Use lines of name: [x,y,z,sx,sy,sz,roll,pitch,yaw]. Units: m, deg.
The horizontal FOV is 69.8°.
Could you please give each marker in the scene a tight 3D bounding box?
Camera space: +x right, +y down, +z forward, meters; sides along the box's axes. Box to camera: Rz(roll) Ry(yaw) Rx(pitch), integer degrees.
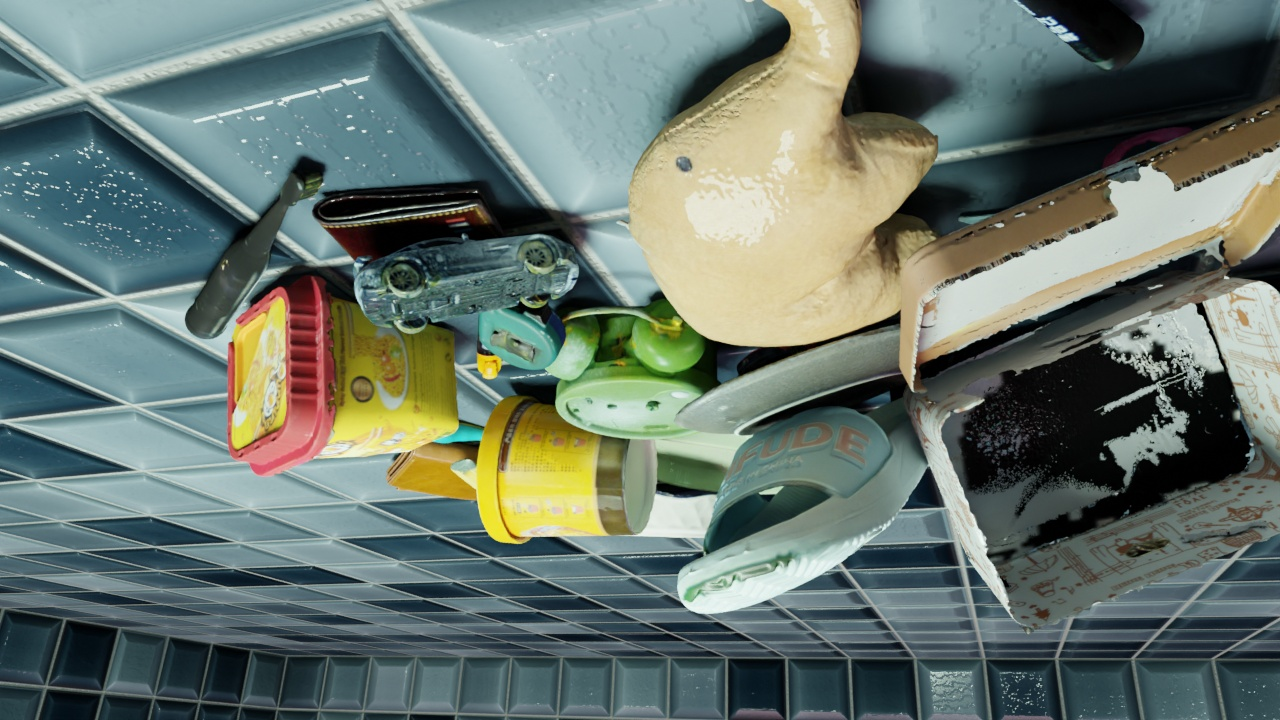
marker: [-0.104,-0.011,0.632,0.018,0.015,0.124,0,162,-10]
marker: [0.134,-0.140,0.323,0.132,0.020,0.022,19,123,-30]

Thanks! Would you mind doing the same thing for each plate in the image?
plate: [0.098,0.076,0.809,0.230,0.027,0.230,3,156,1]
plate: [-0.012,0.153,0.920,0.205,0.045,0.205,2,171,0]
plate: [0.107,0.017,0.545,0.179,0.024,0.179,-16,169,-3]

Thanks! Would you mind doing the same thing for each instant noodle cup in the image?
instant noodle cup: [-0.053,0.088,0.726,0.114,0.118,0.118,0,157,17]
instant noodle cup: [-0.195,0.016,0.612,0.123,0.116,0.116,9,158,-43]

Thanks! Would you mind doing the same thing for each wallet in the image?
wallet: [-0.180,0.115,0.916,0.130,0.035,0.119,14,152,-26]
wallet: [-0.118,-0.060,0.533,0.096,0.020,0.122,-2,158,10]

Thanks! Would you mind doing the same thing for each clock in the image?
clock: [-0.004,0.004,0.618,0.116,0.056,0.161,-5,155,15]

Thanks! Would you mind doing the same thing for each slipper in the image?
slipper: [0.103,0.063,0.532,0.104,0.074,0.244,-34,176,39]

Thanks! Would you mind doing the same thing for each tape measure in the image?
tape measure: [-0.073,-0.018,0.554,0.054,0.025,0.058,24,146,5]

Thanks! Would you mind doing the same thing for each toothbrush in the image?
toothbrush: [-0.230,-0.059,0.538,0.027,0.026,0.213,-24,177,-42]

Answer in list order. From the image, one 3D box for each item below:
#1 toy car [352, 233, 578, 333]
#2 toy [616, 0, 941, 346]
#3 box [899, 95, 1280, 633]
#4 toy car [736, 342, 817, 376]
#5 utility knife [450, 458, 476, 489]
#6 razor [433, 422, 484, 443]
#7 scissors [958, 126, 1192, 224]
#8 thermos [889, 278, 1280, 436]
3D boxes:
toy car: [-0.094,-0.046,0.499,0.120,0.036,0.054,-9,160,-14]
toy: [0.060,-0.075,0.412,0.143,0.082,0.226,-20,150,10]
box: [0.226,0.002,0.449,0.179,0.132,0.271,-24,127,6]
toy car: [0.111,0.006,0.637,0.106,0.031,0.049,15,141,-41]
utility knife: [-0.138,0.132,0.913,0.031,0.021,0.208,-3,160,14]
razor: [-0.144,0.073,0.825,0.132,0.028,0.043,14,131,-32]
scissors: [0.230,-0.079,0.459,0.133,0.017,0.131,-1,158,16]
thermos: [0.291,0.004,0.595,0.243,0.068,0.089,-13,-176,36]
